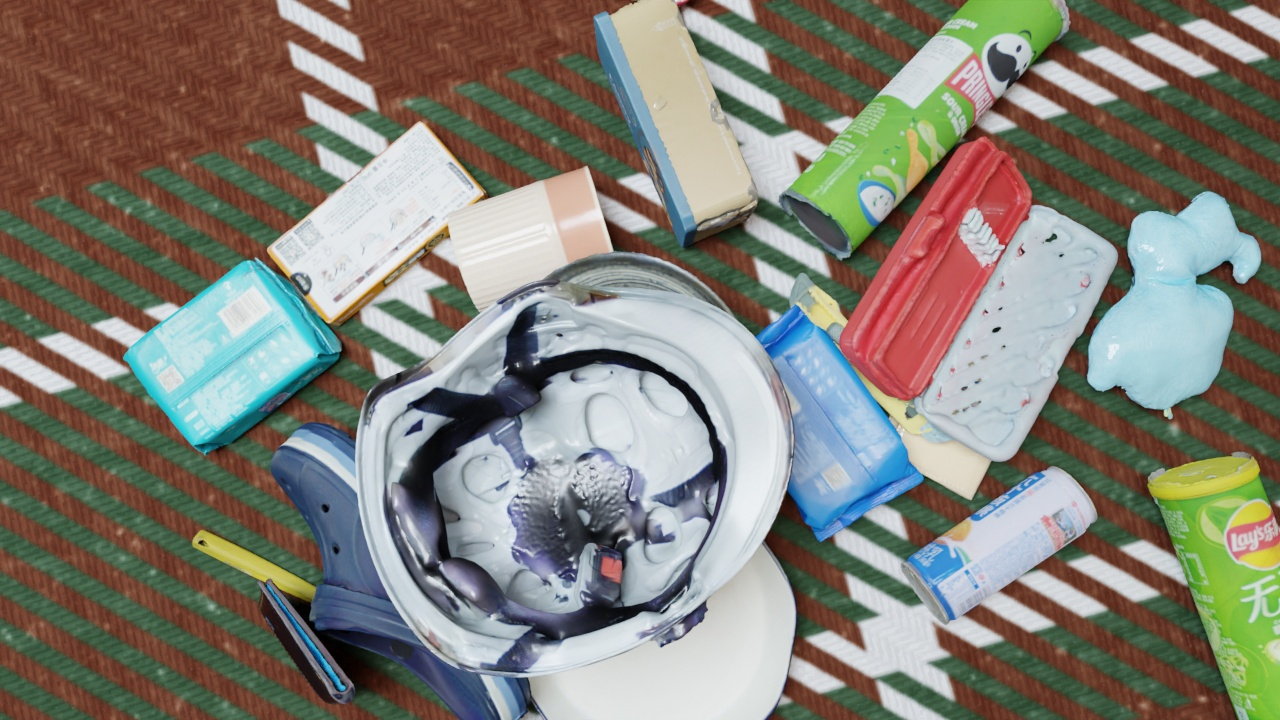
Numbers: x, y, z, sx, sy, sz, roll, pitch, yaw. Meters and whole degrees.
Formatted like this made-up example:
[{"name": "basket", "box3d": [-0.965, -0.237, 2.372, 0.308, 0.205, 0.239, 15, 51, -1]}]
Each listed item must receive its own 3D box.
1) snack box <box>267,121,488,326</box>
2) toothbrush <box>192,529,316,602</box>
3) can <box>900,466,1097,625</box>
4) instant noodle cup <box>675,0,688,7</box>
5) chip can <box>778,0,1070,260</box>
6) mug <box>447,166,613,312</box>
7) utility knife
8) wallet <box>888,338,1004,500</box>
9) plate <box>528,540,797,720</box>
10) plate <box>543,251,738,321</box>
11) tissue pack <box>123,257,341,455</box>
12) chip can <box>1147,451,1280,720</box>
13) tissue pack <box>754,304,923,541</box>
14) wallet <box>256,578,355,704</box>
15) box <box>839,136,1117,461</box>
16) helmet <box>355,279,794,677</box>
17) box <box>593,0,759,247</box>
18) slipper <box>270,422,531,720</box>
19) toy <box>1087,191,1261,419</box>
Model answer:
[{"name": "snack box", "box3d": [-0.197, -0.103, 0.692, 0.153, 0.026, 0.075, -41, 88, -3]}, {"name": "toothbrush", "box3d": [-0.246, 0.174, 0.681, 0.190, 0.016, 0.015, 26, 86, 1]}, {"name": "can", "box3d": [0.261, 0.134, 0.671, 0.134, 0.053, 0.053, -33, 88, -2]}, {"name": "instant noodle cup", "box3d": [0.010, -0.338, 0.658, 0.116, 0.124, 0.116, 33, 87, 1]}, {"name": "chip can", "box3d": [0.207, -0.183, 0.679, 0.072, 0.072, 0.236, 44, 88, 2]}, {"name": "mug", "box3d": [-0.072, -0.072, 0.671, 0.106, 0.081, 0.114, -17, 112, 0]}, {"name": "utility knife", "box3d": [0.170, 0.001, 0.687, 0.031, 0.018, 0.167, -45, 82, 11]}, {"name": "wallet", "box3d": [0.237, 0.034, 0.691, 0.087, 0.024, 0.115, 28, 89, 4]}, {"name": "plate", "box3d": [0.008, 0.192, 0.670, 0.205, 0.045, 0.205, 0, 88, -1]}, {"name": "plate", "box3d": [-0.004, 0.004, 0.655, 0.179, 0.024, 0.180, 8, 119, 14]}, {"name": "tissue pack", "box3d": [-0.299, -0.002, 0.674, 0.133, 0.050, 0.093, -37, 90, -2]}, {"name": "chip can", "box3d": [0.441, 0.181, 0.661, 0.072, 0.072, 0.221, -19, 88, -2]}, {"name": "tissue pack", "box3d": [0.126, 0.046, 0.672, 0.095, 0.052, 0.157, -36, 85, 5]}, {"name": "wallet", "box3d": [-0.231, 0.196, 0.631, 0.020, 0.123, 0.096, -38, 87, -29]}, {"name": "box", "box3d": [0.248, -0.045, 0.669, 0.161, 0.059, 0.200, 37, 76, -9]}, {"name": "helmet", "box3d": [-0.035, 0.079, 0.582, 0.258, 0.146, 0.229, -28, 70, -7]}, {"name": "box", "box3d": [0.022, -0.178, 0.669, 0.062, 0.090, 0.184, -25, 85, -1]}, {"name": "slipper", "box3d": [-0.177, 0.162, 0.628, 0.095, 0.105, 0.253, -38, 92, -36]}, {"name": "toy", "box3d": [0.397, -0.036, 0.683, 0.161, 0.050, 0.156, -18, 92, -7]}]
